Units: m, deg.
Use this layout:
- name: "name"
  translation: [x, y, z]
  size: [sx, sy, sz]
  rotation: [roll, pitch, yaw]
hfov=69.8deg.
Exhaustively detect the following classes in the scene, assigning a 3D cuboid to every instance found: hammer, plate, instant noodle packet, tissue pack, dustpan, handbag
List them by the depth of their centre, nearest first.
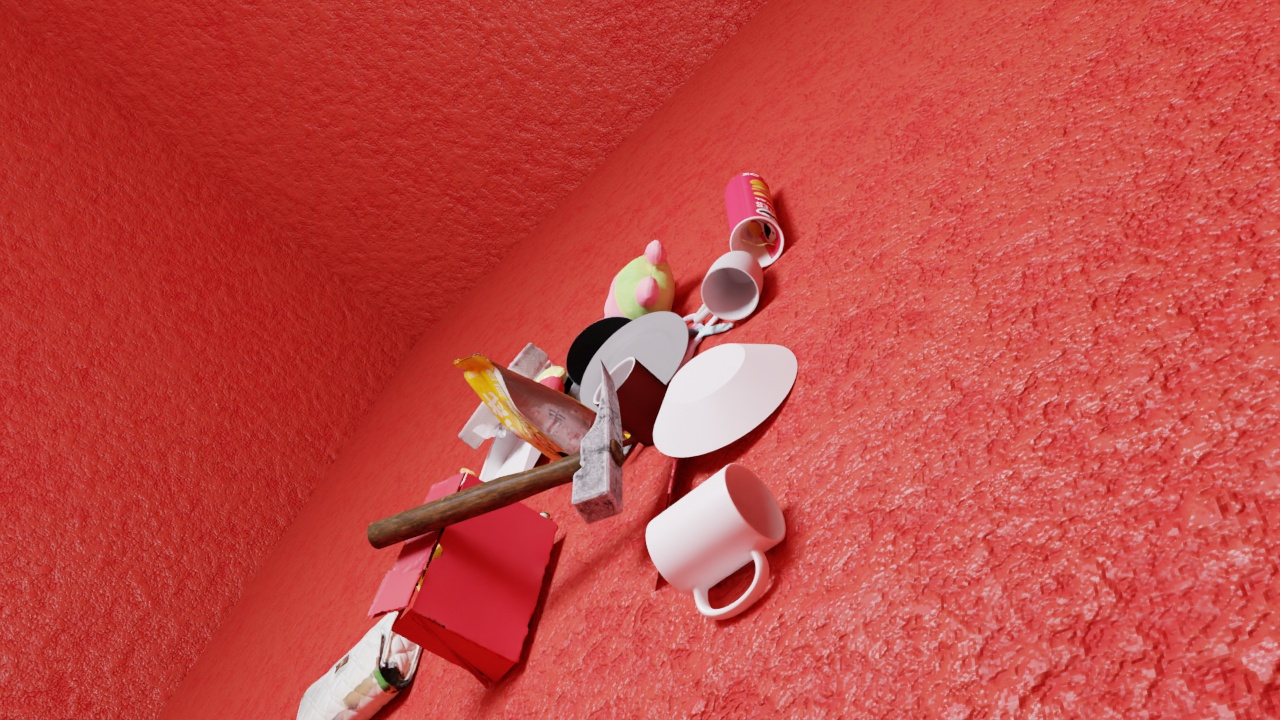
- name: "plate"
  translation: [0.077, 0.027, 0.962]
  size: [0.174, 0.036, 0.173]
  rotation: [-30, 24, 14]
- name: "hammer"
  translation: [-0.158, 0.120, 1.003]
  size: [0.301, 0.037, 0.217]
  rotation: [-20, 35, 13]
- name: "instant noodle packet"
  translation: [-0.135, 0.064, 1.166]
  size: [0.084, 0.221, 0.163]
  rotation: [-56, 17, -14]
- name: "handbag"
  translation: [-0.378, 0.430, 1.221]
  size: [0.195, 0.072, 0.138]
  rotation: [-44, 18, 16]
- name: "plate"
  translation: [-0.007, 0.007, 1.230]
  size: [0.179, 0.012, 0.178]
  rotation: [-28, 37, 23]
- name: "dustpan"
  translation: [-0.194, 0.112, 1.462]
  size: [0.192, 0.053, 0.256]
  rotation: [-39, 17, 44]
- name: "tissue pack"
  translation: [-0.216, 0.067, 1.475]
  size: [0.182, 0.071, 0.103]
  rotation: [-46, 9, 28]

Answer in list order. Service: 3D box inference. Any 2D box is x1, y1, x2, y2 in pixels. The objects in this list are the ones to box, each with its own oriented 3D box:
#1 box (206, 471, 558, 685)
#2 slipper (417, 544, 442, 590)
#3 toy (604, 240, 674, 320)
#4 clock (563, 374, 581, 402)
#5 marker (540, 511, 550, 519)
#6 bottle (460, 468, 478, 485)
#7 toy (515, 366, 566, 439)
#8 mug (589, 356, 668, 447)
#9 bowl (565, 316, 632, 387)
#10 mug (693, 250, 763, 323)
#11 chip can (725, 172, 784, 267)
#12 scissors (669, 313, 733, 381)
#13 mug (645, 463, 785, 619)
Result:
- name: "box"
  translation: [-0.290, 0.267, 1.061]
  size: [0.375, 0.148, 0.212]
  rotation: [-15, 30, 17]
- name: "slipper"
  translation: [-0.250, 0.285, 1.215]
  size: [0.099, 0.078, 0.263]
  rotation: [-48, 17, 8]
- name: "toy"
  translation: [-0.011, -0.080, 1.413]
  size: [0.237, 0.097, 0.191]
  rotation: [-50, 18, 52]
- name: "clock"
  translation: [-0.092, 0.047, 1.376]
  size: [0.104, 0.056, 0.147]
  rotation: [-47, 19, 38]
- name: "marker"
  translation: [-0.146, 0.248, 1.138]
  size: [0.017, 0.017, 0.146]
  rotation: [-32, 24, 43]
- name: "bottle"
  translation: [-0.308, 0.229, 1.505]
  size: [0.063, 0.063, 0.108]
  rotation: [-22, 31, 56]
- name: "toy"
  translation: [-0.142, 0.059, 1.321]
  size: [0.092, 0.045, 0.134]
  rotation: [-43, 19, 38]
- name: "mug"
  translation: [-0.012, 0.062, 1.099]
  size: [0.105, 0.082, 0.073]
  rotation: [-51, 17, -8]
- name: "bowl"
  translation: [-0.040, 0.002, 1.316]
  size: [0.124, 0.052, 0.123]
  rotation: [-13, 53, 18]
- name: "mug"
  translation: [0.108, -0.090, 1.160]
  size: [0.107, 0.071, 0.089]
  rotation: [-43, 9, 30]
- name: "chip can"
  translation: [0.156, -0.201, 1.281]
  size: [0.069, 0.069, 0.220]
  rotation: [-42, 18, 21]
- name: "scissors"
  translation: [0.071, -0.034, 1.223]
  size: [0.170, 0.013, 0.175]
  rotation: [-48, 17, 4]
- name: "mug"
  translation: [0.066, 0.153, 0.747]
  size: [0.091, 0.073, 0.110]
  rotation: [-40, 44, 26]
